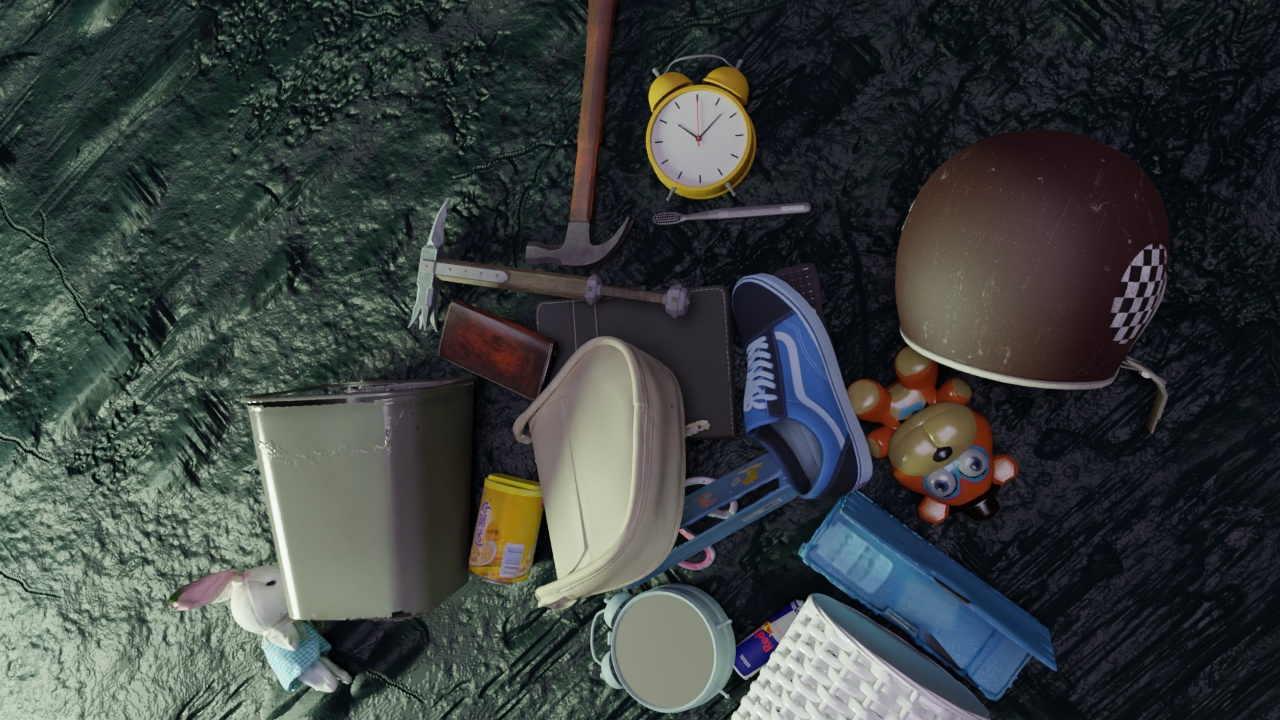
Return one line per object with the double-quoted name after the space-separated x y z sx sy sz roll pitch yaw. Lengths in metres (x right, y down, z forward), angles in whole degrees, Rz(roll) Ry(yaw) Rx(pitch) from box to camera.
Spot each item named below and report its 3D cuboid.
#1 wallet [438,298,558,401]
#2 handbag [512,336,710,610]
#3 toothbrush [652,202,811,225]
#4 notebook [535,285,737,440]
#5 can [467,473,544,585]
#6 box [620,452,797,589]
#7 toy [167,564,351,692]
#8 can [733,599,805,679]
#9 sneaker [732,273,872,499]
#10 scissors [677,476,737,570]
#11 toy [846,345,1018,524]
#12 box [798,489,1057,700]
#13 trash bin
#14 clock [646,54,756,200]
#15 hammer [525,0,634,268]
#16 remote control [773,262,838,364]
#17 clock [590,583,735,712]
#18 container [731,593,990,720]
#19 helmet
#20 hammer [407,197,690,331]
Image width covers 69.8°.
-0.151 -0.012 0.967 0.123 0.019 0.072 24 116 10 "wallet"
-0.028 0.113 0.905 0.184 0.132 0.228 -29 55 25 "handbag"
0.095 -0.155 0.967 0.167 0.013 0.013 -3 86 9 "toothbrush"
-0.006 0.006 0.970 0.209 0.029 0.169 -4 87 10 "notebook"
-0.140 0.176 0.966 0.068 0.067 0.105 11 89 12 "can"
0.053 0.153 0.919 0.210 0.069 0.064 -32 68 7 "box"
-0.394 0.284 1.003 0.205 0.131 0.105 38 74 -1 "toy"
0.133 0.280 0.924 0.095 0.032 0.032 -40 80 7 "can"
0.134 0.020 0.881 0.084 0.098 0.241 -43 63 46 "sneaker"
0.020 0.133 0.963 0.179 0.016 0.108 36 95 11 "scissors"
0.281 0.075 0.882 0.112 0.096 0.176 -38 91 13 "toy"
0.268 0.223 0.861 0.231 0.110 0.094 37 93 11 "box"
-0.272 0.135 0.942 0.198 0.197 0.220 -3 93 12 "trash bin"
0.062 -0.243 0.959 0.114 0.052 0.152 -2 90 11 "clock"
-0.054 -0.249 0.994 0.111 0.028 0.300 5 88 12 "hammer"
0.171 -0.038 0.946 0.046 0.009 0.124 -13 85 10 "remote control"
0.020 0.289 0.929 0.159 0.045 0.122 0 83 26 "clock"
0.184 0.342 0.832 0.189 0.189 0.187 32 92 11 "container"
0.350 -0.074 0.819 0.234 0.233 0.254 23 114 37 "helmet"
-0.097 -0.085 0.962 0.317 0.028 0.147 9 92 21 "hammer"
